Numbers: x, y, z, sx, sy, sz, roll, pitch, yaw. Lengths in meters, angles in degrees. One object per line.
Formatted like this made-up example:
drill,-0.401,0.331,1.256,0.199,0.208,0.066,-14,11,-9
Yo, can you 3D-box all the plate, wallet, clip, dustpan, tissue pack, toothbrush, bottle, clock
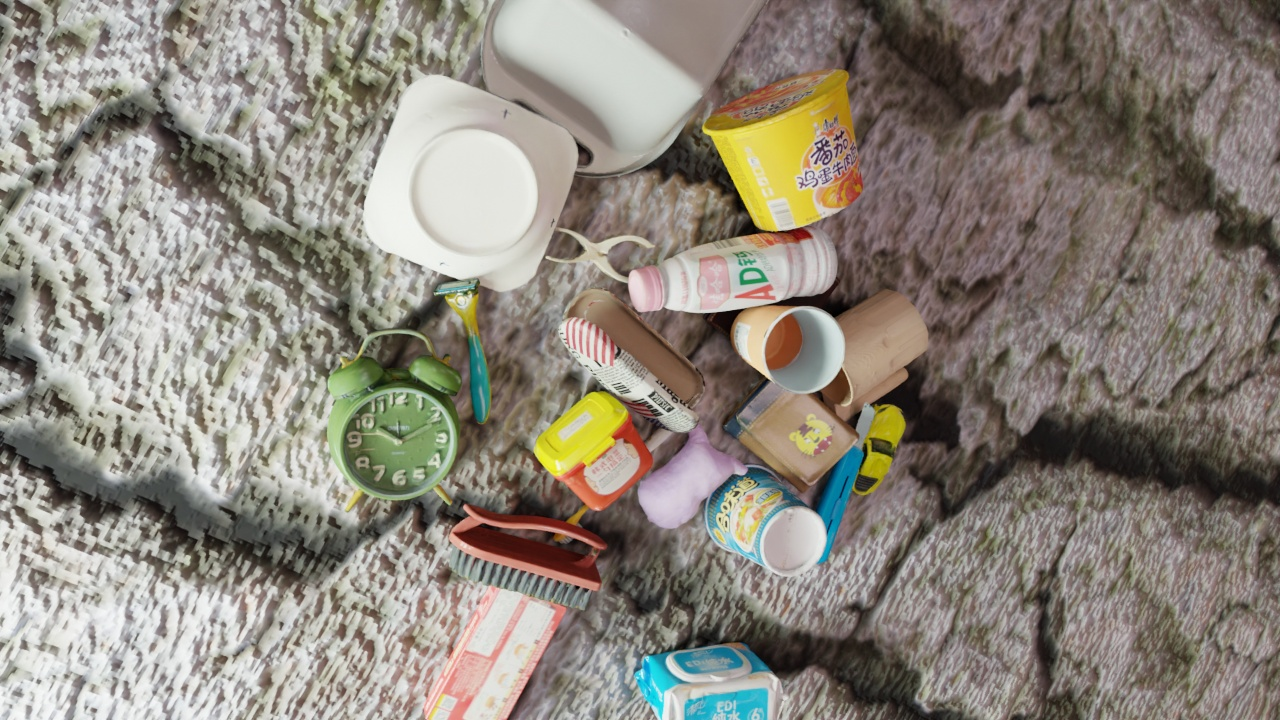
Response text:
plate,-0.145,-0.147,0.794,0.164,0.034,0.164,18,105,-19
wallet,0.154,0.071,0.937,0.115,0.033,0.090,41,100,-11
wallet,0.135,-0.062,0.933,0.096,0.020,0.122,38,87,-15
clip,-0.033,-0.113,0.860,0.104,0.035,0.083,27,92,-13
dustpan,-0.023,-0.307,0.842,0.222,0.143,0.257,32,58,-21
tissue pack,0.072,0.334,0.938,0.140,0.090,0.063,-2,100,-18
toothbrush,-0.014,0.112,0.911,0.191,0.016,0.018,-44,121,-7
bottle,0.086,-0.080,0.860,0.196,0.068,0.068,-12,103,-20
clock,-0.215,0.051,0.809,0.116,0.056,0.161,-2,99,-20

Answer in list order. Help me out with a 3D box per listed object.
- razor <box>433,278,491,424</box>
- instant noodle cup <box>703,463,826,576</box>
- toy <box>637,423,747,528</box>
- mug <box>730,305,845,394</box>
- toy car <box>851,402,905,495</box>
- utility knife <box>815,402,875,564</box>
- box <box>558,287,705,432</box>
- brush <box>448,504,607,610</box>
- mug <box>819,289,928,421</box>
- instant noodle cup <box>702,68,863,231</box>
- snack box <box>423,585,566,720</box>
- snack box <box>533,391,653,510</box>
razor,-0.154,-0.007,0.836,0.043,0.028,0.132,-7,101,13
instant noodle cup,0.128,0.165,0.919,0.099,0.110,0.099,-3,101,-18
toy,0.043,0.119,0.920,0.084,0.039,0.108,45,86,-2
mug,0.130,-0.017,0.865,0.078,0.123,0.078,-2,99,-13
toy car,0.252,0.096,0.985,0.048,0.032,0.105,13,106,-20
utility knife,0.211,0.133,0.973,0.034,0.018,0.191,11,106,-21
box,-0.006,0.008,0.858,0.076,0.087,0.163,-44,110,10
brush,-0.107,0.179,0.861,0.145,0.063,0.069,18,97,-14
mug,0.233,0.000,0.951,0.103,0.084,0.125,-31,132,-14
instant noodle cup,0.142,-0.194,0.858,0.138,0.138,0.110,-31,115,-12
snack box,-0.141,0.289,0.890,0.075,0.025,0.153,29,89,-21
snack box,-0.040,0.088,0.865,0.091,0.082,0.080,-40,119,-8
